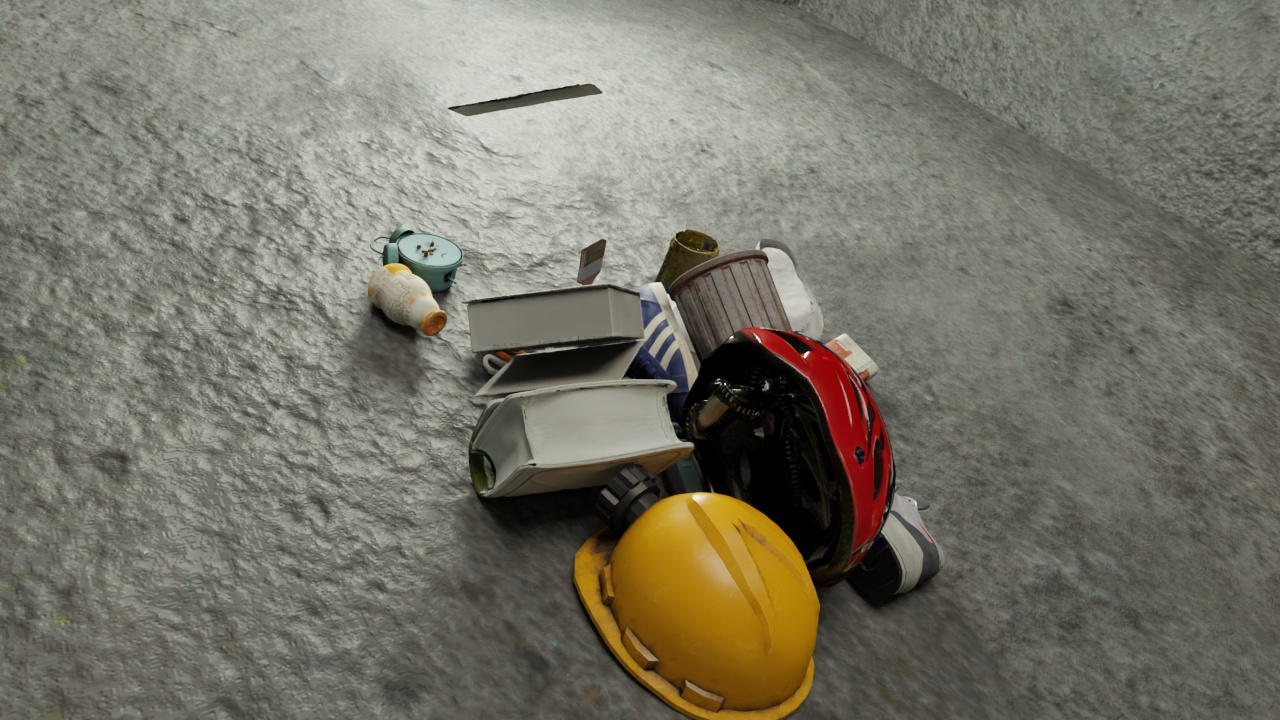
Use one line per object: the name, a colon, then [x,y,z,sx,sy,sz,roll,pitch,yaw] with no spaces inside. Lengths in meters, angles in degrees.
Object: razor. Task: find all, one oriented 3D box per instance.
razor: [0.043,0.124,1.021,0.047,0.052,0.142,-1,47,-24]

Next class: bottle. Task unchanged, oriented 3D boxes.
bottle: [-0.284,-0.072,1.127,0.108,0.063,0.063,37,37,26]

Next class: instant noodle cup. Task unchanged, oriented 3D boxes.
instant noodle cup: [0.069,-0.128,1.341,0.102,0.108,0.102,11,35,-8]

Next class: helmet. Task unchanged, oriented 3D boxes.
helmet: [0.157,0.094,0.937,0.166,0.218,0.271,-9,69,-34]
helmet: [0.067,0.194,0.845,0.255,0.132,0.204,40,38,28]

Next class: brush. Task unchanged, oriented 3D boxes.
brush: [-0.069,-0.090,1.185,0.008,0.143,0.045,32,44,22]

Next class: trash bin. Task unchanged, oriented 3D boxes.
trash bin: [0.124,-0.029,1.124,0.130,0.131,0.211,-10,74,-37]

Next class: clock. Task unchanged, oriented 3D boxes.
clock: [-0.299,-0.137,1.225,0.124,0.053,0.089,16,32,-4]

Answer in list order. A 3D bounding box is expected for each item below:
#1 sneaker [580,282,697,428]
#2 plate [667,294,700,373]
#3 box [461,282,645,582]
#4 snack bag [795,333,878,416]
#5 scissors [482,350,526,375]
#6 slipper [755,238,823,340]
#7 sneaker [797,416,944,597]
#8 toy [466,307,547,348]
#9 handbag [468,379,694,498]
sneaker: [-0.006,0.005,1.130,0.118,0.092,0.232,-11,58,-10]
plate: [0.077,-0.040,1.243,0.134,0.011,0.134,17,50,-22]
box: [-0.070,0.102,1.065,0.169,0.404,0.171,-7,14,12]
snack bag: [0.246,0.027,1.253,0.077,0.041,0.224,49,42,15]
scissors: [-0.134,0.021,1.110,0.130,0.013,0.070,32,36,22]
slipper: [0.206,-0.086,1.376,0.112,0.075,0.246,-2,43,-5]
sneaker: [0.260,0.162,1.039,0.124,0.089,0.239,8,41,-32]
toy: [-0.167,-0.044,1.160,0.110,0.047,0.063,8,32,-29]
handbag: [-0.063,0.081,0.943,0.198,0.142,0.096,-4,70,-33]
